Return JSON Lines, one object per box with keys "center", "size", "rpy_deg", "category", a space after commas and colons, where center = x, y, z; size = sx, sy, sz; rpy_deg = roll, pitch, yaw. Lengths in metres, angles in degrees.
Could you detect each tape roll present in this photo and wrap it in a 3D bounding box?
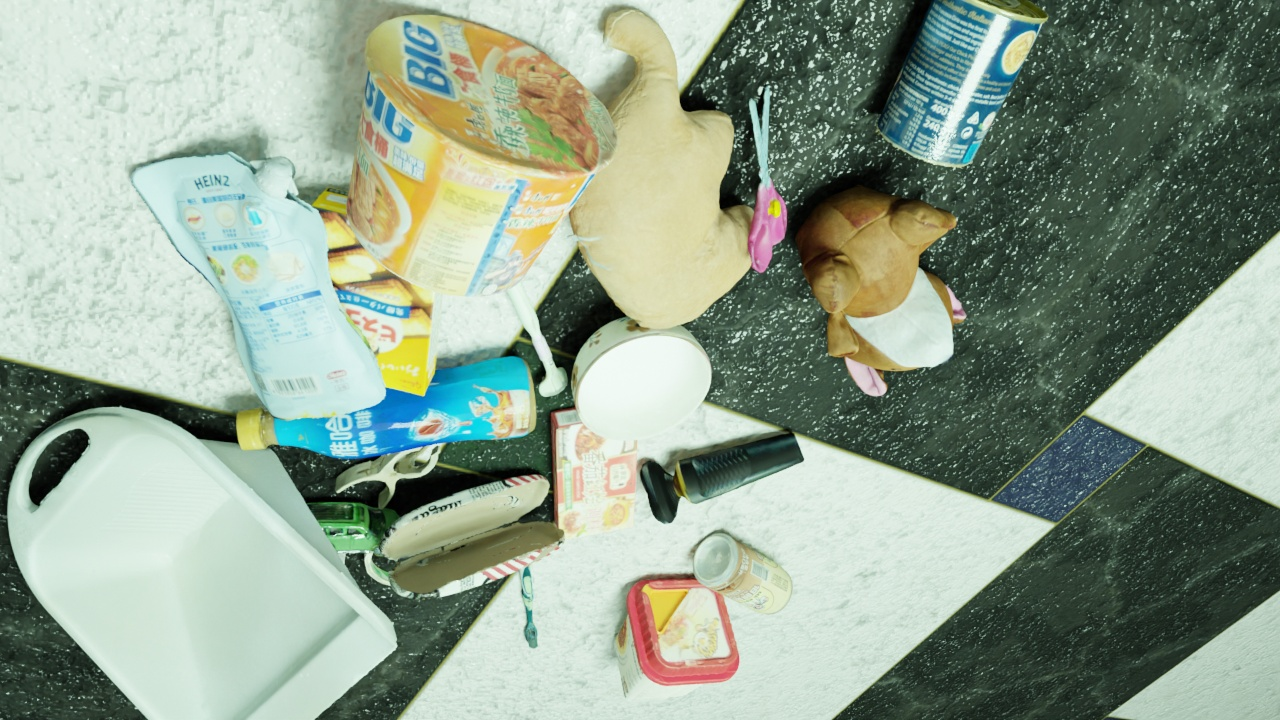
{"center": [-0.213, 0.180, 0.858], "size": [0.085, 0.014, 0.086], "rpy_deg": [-11, 132, -12], "category": "tape roll"}

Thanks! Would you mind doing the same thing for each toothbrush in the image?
{"center": [-0.115, 0.240, 0.944], "size": [0.016, 0.018, 0.192], "rpy_deg": [-9, 132, -13], "category": "toothbrush"}
{"center": [-0.093, -0.043, 0.704], "size": [0.029, 0.020, 0.190], "rpy_deg": [-43, 138, -24], "category": "toothbrush"}

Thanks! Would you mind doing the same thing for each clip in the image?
{"center": [-0.208, 0.086, 0.768], "size": [0.100, 0.034, 0.071], "rpy_deg": [-38, 133, 25], "category": "clip"}

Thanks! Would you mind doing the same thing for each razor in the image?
{"center": [0.081, 0.106, 0.883], "size": [0.167, 0.062, 0.068], "rpy_deg": [-16, 164, -14], "category": "razor"}

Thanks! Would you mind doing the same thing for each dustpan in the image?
{"center": [-0.347, 0.165, 0.676], "size": [0.223, 0.257, 0.142], "rpy_deg": [-43, 154, 18], "category": "dustpan"}

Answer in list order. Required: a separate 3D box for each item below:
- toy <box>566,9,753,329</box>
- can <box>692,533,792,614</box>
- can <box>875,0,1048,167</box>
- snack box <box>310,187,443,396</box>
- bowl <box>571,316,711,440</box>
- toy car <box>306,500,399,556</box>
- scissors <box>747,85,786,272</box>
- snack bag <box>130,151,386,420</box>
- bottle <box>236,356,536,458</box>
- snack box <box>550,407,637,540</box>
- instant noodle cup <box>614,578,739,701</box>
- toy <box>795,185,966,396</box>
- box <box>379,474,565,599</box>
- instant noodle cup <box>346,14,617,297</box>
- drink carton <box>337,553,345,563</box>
{"center": [0.009, -0.119, 0.634], "size": [0.143, 0.082, 0.226], "rpy_deg": [-44, 136, -21], "category": "toy"}
{"center": [0.111, 0.232, 0.992], "size": [0.059, 0.058, 0.116], "rpy_deg": [-41, 131, 16], "category": "can"}
{"center": [0.222, -0.200, 0.644], "size": [0.075, 0.075, 0.111], "rpy_deg": [2, 129, -22], "category": "can"}
{"center": [-0.184, -0.045, 0.640], "size": [0.087, 0.033, 0.141], "rpy_deg": [14, 129, -3], "category": "snack box"}
{"center": [-0.004, 0.004, 0.748], "size": [0.113, 0.062, 0.114], "rpy_deg": [-10, 133, -11], "category": "bowl"}
{"center": [-0.250, 0.144, 0.791], "size": [0.091, 0.043, 0.036], "rpy_deg": [8, 126, -27], "category": "toy car"}
{"center": [0.087, -0.124, 0.657], "size": [0.017, 0.112, 0.134], "rpy_deg": [6, 141, 23], "category": "scissors"}
{"center": [-0.245, -0.047, 0.607], "size": [0.110, 0.038, 0.191], "rpy_deg": [0, 123, 20], "category": "snack bag"}
{"center": [-0.193, 0.039, 0.708], "size": [0.218, 0.065, 0.065], "rpy_deg": [-6, 131, -14], "category": "bottle"}
{"center": [-0.042, 0.103, 0.845], "size": [0.075, 0.025, 0.153], "rpy_deg": [-8, 132, -13], "category": "snack box"}
{"center": [0.031, 0.313, 1.005], "size": [0.116, 0.116, 0.124], "rpy_deg": [5, 139, -24], "category": "instant noodle cup"}
{"center": [0.206, -0.050, 0.747], "size": [0.140, 0.130, 0.199], "rpy_deg": [-34, 142, 3], "category": "toy"}
{"center": [-0.147, 0.145, 0.803], "size": [0.162, 0.076, 0.088], "rpy_deg": [-16, 107, -33], "category": "box"}
{"center": [-0.104, -0.117, 0.555], "size": [0.151, 0.151, 0.112], "rpy_deg": [10, 133, -28], "category": "instant noodle cup"}
{"center": [-0.315, 0.200, 0.815], "size": [0.053, 0.045, 0.123], "rpy_deg": [31, 113, -26], "category": "drink carton"}
